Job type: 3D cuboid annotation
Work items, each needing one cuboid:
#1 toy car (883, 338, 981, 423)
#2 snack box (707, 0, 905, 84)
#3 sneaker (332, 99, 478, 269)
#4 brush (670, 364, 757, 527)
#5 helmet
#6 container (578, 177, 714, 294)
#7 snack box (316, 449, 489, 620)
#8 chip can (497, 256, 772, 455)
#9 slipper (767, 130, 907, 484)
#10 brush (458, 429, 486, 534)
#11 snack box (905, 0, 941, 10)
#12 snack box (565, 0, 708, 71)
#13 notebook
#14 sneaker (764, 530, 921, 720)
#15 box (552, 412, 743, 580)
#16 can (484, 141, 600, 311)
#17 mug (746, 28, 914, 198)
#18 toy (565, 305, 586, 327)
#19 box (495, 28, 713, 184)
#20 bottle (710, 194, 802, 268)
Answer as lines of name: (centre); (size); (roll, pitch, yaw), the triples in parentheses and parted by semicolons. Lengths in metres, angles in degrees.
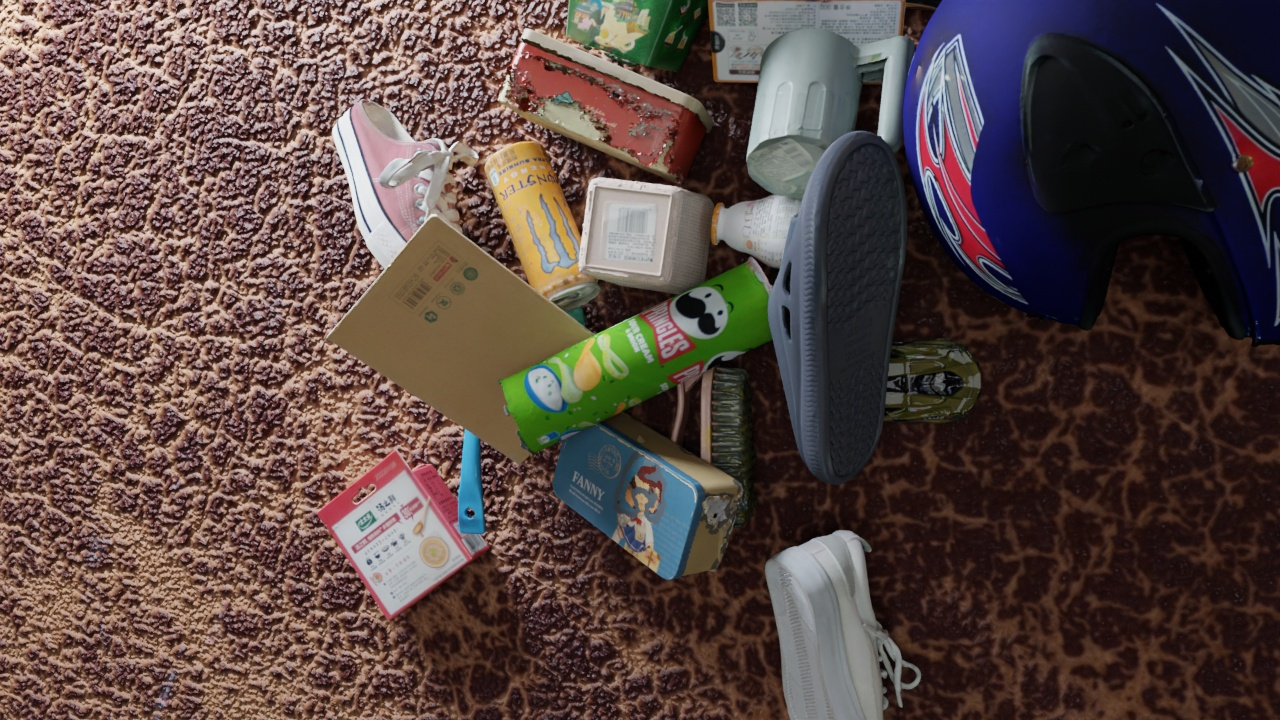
toy car: (0.198, 0.019, 0.760); (0.158, 0.042, 0.070); (-3, 92, 18)
snack box: (0.133, -0.263, 0.743); (0.154, 0.026, 0.075); (6, 140, 15)
sneaker: (-0.196, -0.152, 0.810); (0.088, 0.118, 0.241); (-39, 63, 22)
brush: (0.060, 0.072, 0.788); (0.073, 0.063, 0.145); (-1, 92, 19)
helmet: (0.312, -0.139, 0.618); (0.241, 0.246, 0.315); (-20, 99, 30)
container: (0.004, -0.103, 0.767); (0.090, 0.110, 0.090); (10, 96, 14)
snack box: (-0.228, 0.164, 0.882); (0.113, 0.044, 0.127); (-37, 85, 15)
chip can: (0.001, -0.002, 0.755); (0.236, 0.072, 0.072); (-25, 87, 3)
slipper: (0.134, -0.035, 0.691); (0.083, 0.110, 0.268); (19, 121, 42)
brush: (-0.155, 0.033, 0.848); (0.083, 0.046, 0.254); (0, 88, 13)
snack box: (0.212, -0.343, 0.724); (0.126, 0.053, 0.113); (12, 97, 15)
snack box: (0.001, -0.304, 0.764); (0.118, 0.117, 0.106); (25, 112, 15)
notebook: (-0.136, -0.010, 0.780); (0.207, 0.008, 0.148); (37, 111, -24)
sneaker: (0.174, 0.253, 0.766); (0.090, 0.090, 0.242); (-21, 107, -24)
box: (-0.002, 0.105, 0.774); (0.184, 0.059, 0.090); (25, 106, 42)
can: (-0.087, -0.117, 0.809); (0.058, 0.058, 0.146); (-26, 79, 15)
mug: (0.146, -0.193, 0.710); (0.124, 0.083, 0.103); (-4, 61, 33)
toy: (-0.070, -0.011, 0.837); (0.097, 0.030, 0.092); (-10, 86, 21)
box: (-0.034, -0.206, 0.781); (0.168, 0.091, 0.080); (26, 97, 12)
bottle: (0.114, -0.108, 0.761); (0.108, 0.063, 0.063); (9, 96, 14)
